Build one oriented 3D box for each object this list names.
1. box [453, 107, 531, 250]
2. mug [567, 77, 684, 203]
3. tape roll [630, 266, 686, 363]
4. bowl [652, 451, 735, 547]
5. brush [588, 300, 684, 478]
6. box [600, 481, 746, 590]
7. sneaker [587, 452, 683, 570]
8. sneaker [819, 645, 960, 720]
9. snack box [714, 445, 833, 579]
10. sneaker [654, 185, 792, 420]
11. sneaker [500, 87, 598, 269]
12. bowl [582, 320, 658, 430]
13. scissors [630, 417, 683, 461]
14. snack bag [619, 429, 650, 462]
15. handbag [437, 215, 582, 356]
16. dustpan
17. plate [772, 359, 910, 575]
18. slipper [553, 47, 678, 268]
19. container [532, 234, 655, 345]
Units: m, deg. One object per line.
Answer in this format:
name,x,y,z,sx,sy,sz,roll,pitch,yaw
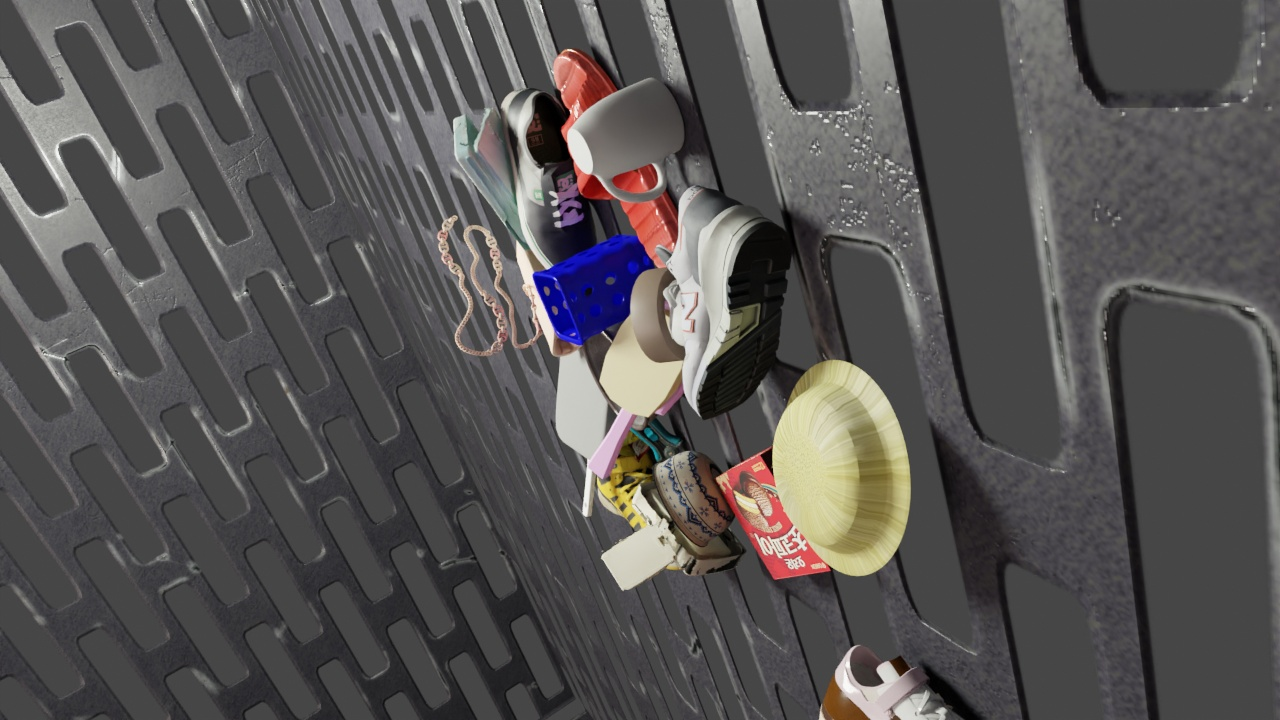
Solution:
box,-0.163,-0.210,1.105,0.073,0.085,0.199,16,158,27
mug,-0.013,-0.191,0.841,0.071,0.089,0.107,34,147,52
tape roll,0.028,-0.045,0.906,0.030,0.093,0.094,-6,116,31
bowl,0.072,0.158,1.101,0.115,0.059,0.115,50,-164,-21
brush,-0.009,0.040,1.019,0.089,0.043,0.229,36,114,19
box,0.022,0.227,1.165,0.143,0.181,0.081,49,124,41
sneaker,0.004,0.191,1.311,0.239,0.086,0.122,34,146,49
sneaker,0.287,0.363,0.860,0.294,0.111,0.116,24,118,60
snack box,0.151,0.165,0.992,0.132,0.035,0.152,59,160,7
sneaker,0.066,-0.062,0.848,0.124,0.088,0.240,54,151,33
sneaker,-0.095,-0.193,1.056,0.079,0.084,0.235,27,137,58
bowl,-0.007,0.006,1.121,0.145,0.067,0.145,50,157,29
scissors,0.018,0.104,1.199,0.019,0.135,0.130,-61,-28,-62
snack bag,-0.057,0.040,1.299,0.208,0.066,0.139,48,149,36
handbag,-0.176,-0.088,1.222,0.117,0.187,0.198,117,134,-65
dustpan,-0.074,0.095,1.279,0.163,0.033,0.258,23,110,59
plate,0.155,0.093,0.784,0.185,0.036,0.184,176,90,-67
slipper,-0.032,-0.194,0.933,0.249,0.059,0.104,61,160,-3
container,-0.046,-0.082,1.031,0.084,0.113,0.085,20,135,62
